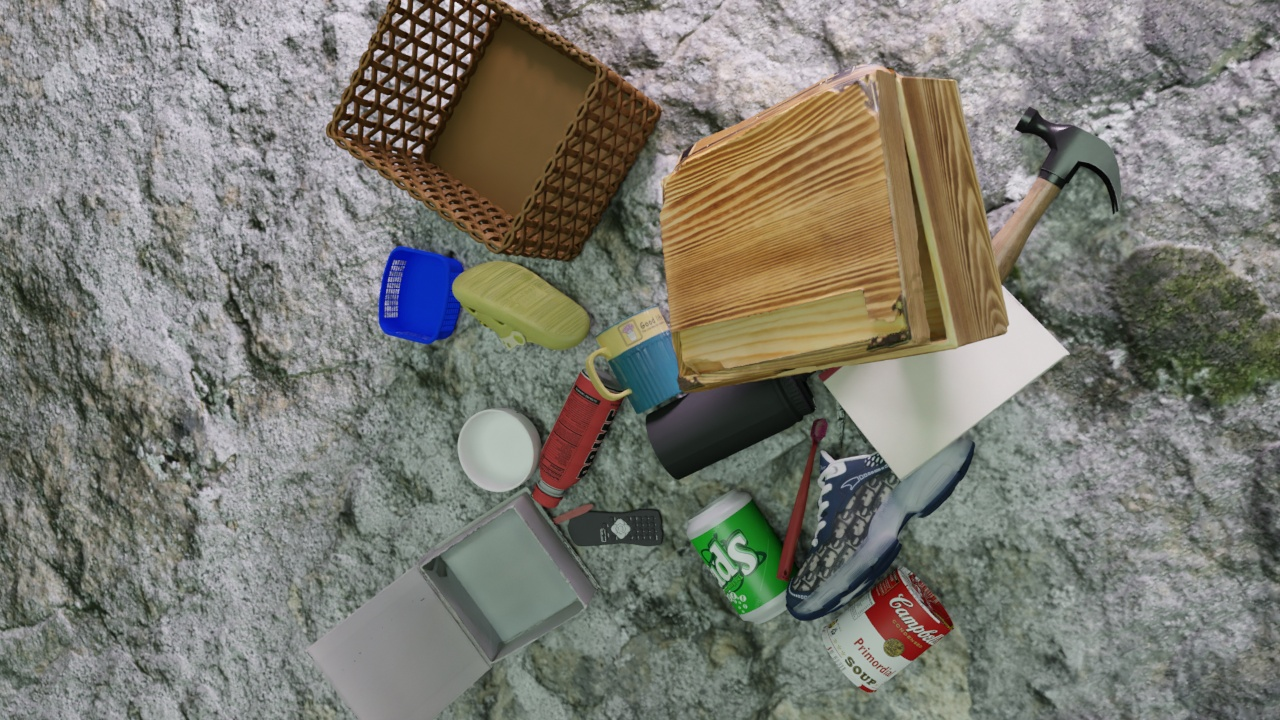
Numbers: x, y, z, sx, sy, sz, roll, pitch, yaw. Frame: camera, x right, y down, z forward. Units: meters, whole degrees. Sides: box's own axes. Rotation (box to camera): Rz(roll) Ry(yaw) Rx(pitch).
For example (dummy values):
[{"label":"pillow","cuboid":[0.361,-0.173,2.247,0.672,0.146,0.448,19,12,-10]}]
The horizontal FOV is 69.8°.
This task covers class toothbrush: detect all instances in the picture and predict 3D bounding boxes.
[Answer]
[{"label":"toothbrush","cuboid":[-0.138,0.218,1.174,0.185,0.015,0.015,-25,86,19]},{"label":"toothbrush","cuboid":[0.183,0.155,1.035,0.016,0.016,0.189,18,74,-5]}]

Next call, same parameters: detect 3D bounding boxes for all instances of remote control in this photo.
[{"label":"remote control","cuboid":[-0.033,0.210,1.148,0.125,0.009,0.046,-4,93,17]}]

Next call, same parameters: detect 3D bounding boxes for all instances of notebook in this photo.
[{"label":"notebook","cuboid":[0.311,0.005,0.968,0.209,0.012,0.153,-41,60,14]}]

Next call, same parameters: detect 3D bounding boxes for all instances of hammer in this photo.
[{"label":"hammer","cuboid":[0.388,-0.105,0.985,0.132,0.040,0.306,34,103,15]}]

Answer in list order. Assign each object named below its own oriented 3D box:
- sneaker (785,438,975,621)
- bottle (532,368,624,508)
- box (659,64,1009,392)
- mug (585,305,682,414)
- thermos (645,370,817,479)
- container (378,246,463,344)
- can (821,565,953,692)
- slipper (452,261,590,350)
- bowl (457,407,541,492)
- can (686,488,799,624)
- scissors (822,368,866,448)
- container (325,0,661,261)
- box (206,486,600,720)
[{"label":"sneaker","cuboid":[0.236,0.159,1.010,0.132,0.103,0.269,41,88,23]},{"label":"bottle","cuboid":[-0.082,0.099,1.128,0.062,0.062,0.177,29,102,13]},{"label":"box","cuboid":[0.159,-0.112,0.850,0.280,0.167,0.245,-12,87,51]},{"label":"mug","cuboid":[-0.006,0.006,1.077,0.113,0.083,0.107,-26,89,-26]},{"label":"thermos","cuboid":[0.113,0.057,1.052,0.199,0.086,0.086,-28,86,17]},{"label":"container","cuboid":[-0.277,-0.083,1.176,0.096,0.058,0.114,13,98,16]},{"label":"can","cuboid":[0.274,0.299,1.020,0.116,0.086,0.086,-45,81,14]},{"label":"slipper","cuboid":[-0.144,-0.056,1.135,0.191,0.091,0.082,28,141,23]},{"label":"bowl","cuboid":[-0.173,0.110,1.161,0.105,0.054,0.105,2,97,17]},{"label":"can","cuboid":[0.121,0.226,1.061,0.088,0.087,0.140,-35,83,16]},{"label":"scissors","cuboid":[0.234,0.010,1.050,0.163,0.012,0.154,44,106,11]},{"label":"container","cuboid":[-0.156,-0.271,1.044,0.251,0.213,0.220,35,103,12]},{"label":"box","cuboid":[-0.290,0.360,1.139,0.478,0.119,0.166,-36,93,-6]}]
